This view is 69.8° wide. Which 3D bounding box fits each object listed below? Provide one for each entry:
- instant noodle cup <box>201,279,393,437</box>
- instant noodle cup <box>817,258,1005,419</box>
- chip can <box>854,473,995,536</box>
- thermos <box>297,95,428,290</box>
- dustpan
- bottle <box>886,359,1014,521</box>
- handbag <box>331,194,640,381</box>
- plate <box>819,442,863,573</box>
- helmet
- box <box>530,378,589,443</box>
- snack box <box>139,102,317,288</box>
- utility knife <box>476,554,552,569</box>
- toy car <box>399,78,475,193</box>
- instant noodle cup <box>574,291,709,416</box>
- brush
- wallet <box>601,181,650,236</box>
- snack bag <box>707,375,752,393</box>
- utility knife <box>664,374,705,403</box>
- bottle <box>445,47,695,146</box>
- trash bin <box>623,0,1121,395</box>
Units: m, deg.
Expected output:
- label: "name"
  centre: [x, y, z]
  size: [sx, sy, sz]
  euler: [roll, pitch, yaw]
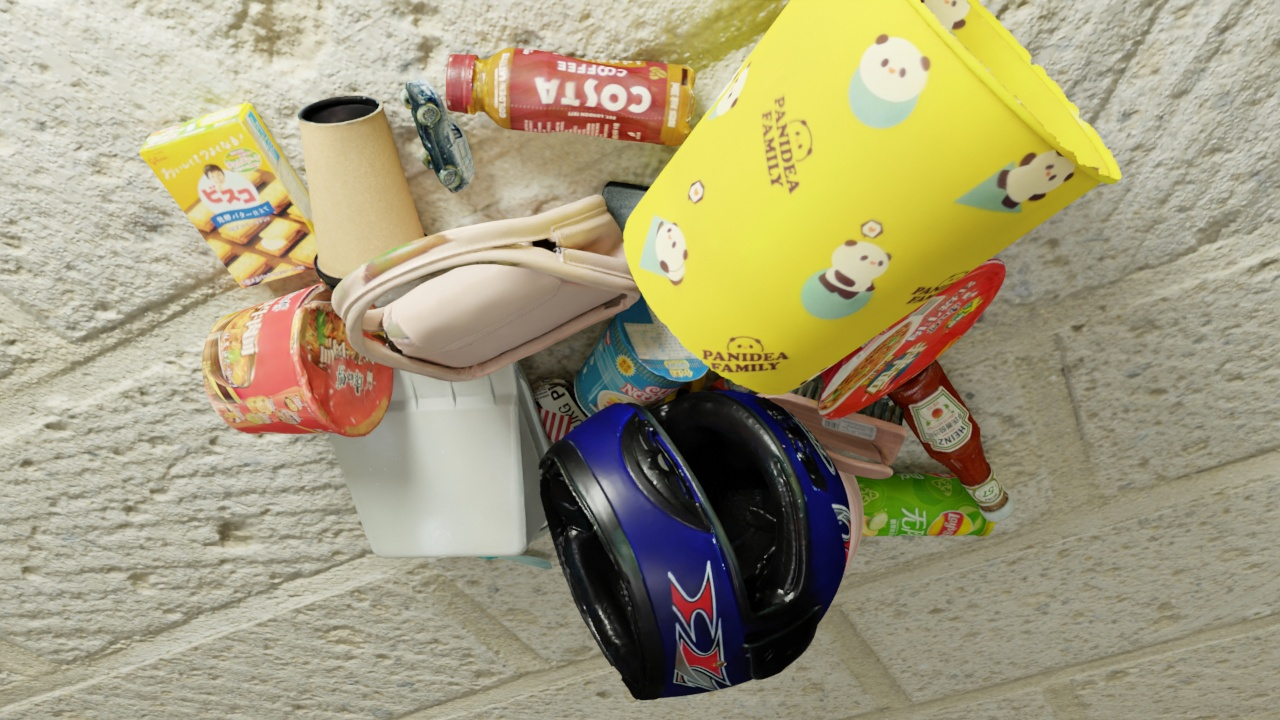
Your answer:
- label: "instant noodle cup"
  centre: [-0.296, 0.006, 0.792]
  size: [0.109, 0.137, 0.138]
  euler: [-9, 134, 16]
- label: "instant noodle cup"
  centre: [0.211, -0.035, 0.777]
  size: [0.193, 0.066, 0.194]
  euler: [-30, 157, -14]
- label: "chip can"
  centre: [0.267, 0.156, 0.995]
  size: [0.221, 0.072, 0.073]
  euler: [0, 133, -3]
- label: "thermos"
  centre: [-0.214, -0.123, 0.703]
  size: [0.093, 0.093, 0.143]
  euler: [-3, 126, 0]
- label: "dustpan"
  centre: [-0.190, 0.108, 0.950]
  size: [0.223, 0.142, 0.258]
  euler: [-4, 106, 12]
- label: "bottle"
  centre: [0.312, 0.083, 0.909]
  size: [0.060, 0.059, 0.206]
  euler: [-29, 115, 22]
- label: "handbag"
  centre: [-0.124, -0.053, 0.682]
  size: [0.194, 0.093, 0.233]
  euler: [-26, 173, 22]
- label: "plate"
  centre: [0.115, 0.167, 0.947]
  size: [0.229, 0.028, 0.230]
  euler: [1, 105, 5]
- label: "helmet"
  centre: [0.058, 0.139, 0.783]
  size: [0.240, 0.247, 0.316]
  euler: [-25, 148, -17]
- label: "box"
  centre: [-0.054, 0.076, 0.921]
  size: [0.068, 0.051, 0.164]
  euler: [-12, 137, 40]
- label: "snack box"
  centre: [-0.313, -0.127, 0.728]
  size: [0.087, 0.033, 0.140]
  euler: [-13, 131, 9]
- label: "utility knife"
  centre: [-0.205, 0.216, 1.069]
  size: [0.218, 0.013, 0.029]
  euler: [17, 128, -15]
- label: "toy car"
  centre: [-0.151, -0.169, 0.690]
  size: [0.034, 0.043, 0.091]
  euler: [-28, 137, -14]
- label: "instant noodle cup"
  centre: [-0.005, 0.005, 0.832]
  size: [0.099, 0.099, 0.110]
  euler: [21, 137, -21]
- label: "brush"
  centre: [0.176, 0.063, 0.876]
  size: [0.146, 0.072, 0.063]
  euler: [17, 150, 12]
- label: "wallet"
  centre: [0.021, -0.102, 0.779]
  size: [0.121, 0.019, 0.097]
  euler: [7, 130, -7]
- label: "snack bag"
  centre: [0.111, 0.008, 0.880]
  size: [0.048, 0.026, 0.104]
  euler: [23, 129, -36]
- label: "utility knife"
  centre: [0.037, 0.056, 0.928]
  size: [0.033, 0.015, 0.172]
  euler: [8, 133, -7]
- label: "bottle"
  centre: [-0.050, -0.191, 0.662]
  size: [0.175, 0.057, 0.058]
  euler: [4, 133, -7]
- label: "trash bin"
  centre: [0.136, -0.122, 0.623]
  size: [0.229, 0.229, 0.256]
  euler: [28, 128, -26]
